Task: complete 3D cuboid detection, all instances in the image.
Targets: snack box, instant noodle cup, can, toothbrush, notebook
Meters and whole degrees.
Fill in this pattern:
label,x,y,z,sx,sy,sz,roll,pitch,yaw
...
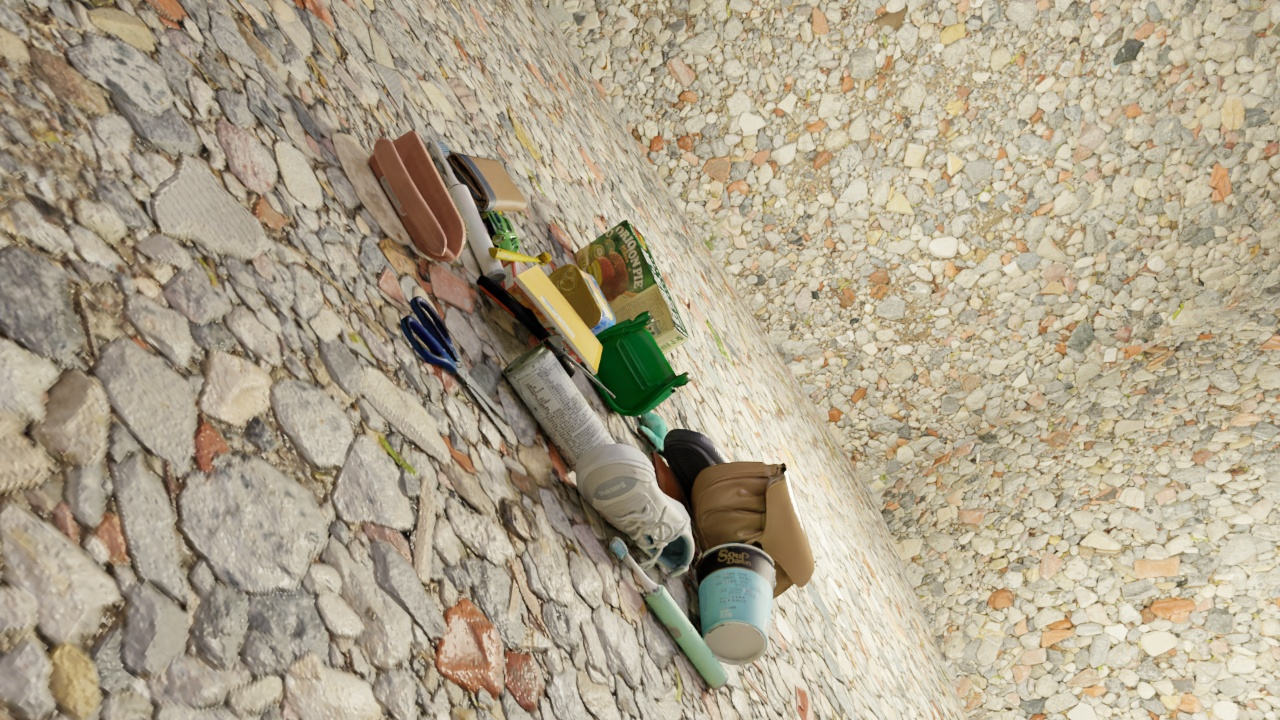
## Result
label,x,y,z,sx,sy,sz,roll,pitch,yaw
snack box,-0.129,-0.066,1.216,0.156,0.027,0.077,48,18,-38
instant noodle cup,0.117,0.311,1.150,0.111,0.111,0.120,53,24,-23
can,-0.086,-0.085,1.348,0.102,0.057,0.083,62,12,10
toothbrush,-0.221,-0.192,1.161,0.026,0.027,0.221,-12,65,-35
snack box,-0.018,-0.107,1.509,0.063,0.115,0.239,37,25,-55
notebook,-0.097,-0.056,1.140,0.146,0.010,0.206,51,5,-8
toothbrush,0.032,0.286,1.040,0.224,0.027,0.027,56,36,-14
toothbrush,-0.153,-0.136,1.187,0.015,0.017,0.190,58,13,5
can,-0.090,0.055,1.032,0.147,0.058,0.058,56,14,-12

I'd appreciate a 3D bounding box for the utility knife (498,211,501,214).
label,x,y,z,sx,sy,sz,roll,pitch,yaw
utility knife,-0.208,-0.217,1.283,0.033,0.015,0.153,51,15,-48

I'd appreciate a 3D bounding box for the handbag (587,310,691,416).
label,x,y,z,sx,sy,sz,roll,pitch,yaw
handbag,-0.008,0.008,1.294,0.131,0.120,0.068,58,8,2

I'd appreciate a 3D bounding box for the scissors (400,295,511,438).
label,x,y,z,sx,sy,sz,roll,pitch,yaw
scissors,-0.181,0.013,0.904,0.171,0.012,0.140,62,12,6

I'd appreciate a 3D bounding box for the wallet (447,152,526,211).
label,x,y,z,sx,sy,sz,roll,pitch,yaw
wallet,-0.208,-0.241,1.250,0.090,0.033,0.115,54,22,5

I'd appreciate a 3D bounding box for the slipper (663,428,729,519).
label,x,y,z,sx,sy,sz,roll,pitch,yaw
slipper,0.106,0.210,1.349,0.268,0.111,0.083,54,50,-32

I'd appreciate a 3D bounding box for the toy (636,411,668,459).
label,x,y,z,sx,sy,sz,roll,pitch,yaw
toy,0.022,0.109,1.372,0.096,0.030,0.091,39,21,-40

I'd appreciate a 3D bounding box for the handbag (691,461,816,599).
label,x,y,z,sx,sy,sz,roll,pitch,yaw
handbag,0.154,0.239,1.257,0.099,0.148,0.204,-112,-177,-74

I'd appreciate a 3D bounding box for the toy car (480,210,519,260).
label,x,y,z,sx,sy,sz,roll,pitch,yaw
toy car,-0.180,-0.163,1.189,0.091,0.036,0.043,84,-19,-75

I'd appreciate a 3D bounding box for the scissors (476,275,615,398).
label,x,y,z,sx,sy,sz,roll,pitch,yaw
scissors,-0.108,-0.026,1.062,0.221,0.021,0.235,42,-10,7

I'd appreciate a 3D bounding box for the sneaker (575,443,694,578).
label,x,y,z,sx,sy,sz,roll,pitch,yaw
sneaker,-0.001,0.180,1.041,0.242,0.089,0.090,52,19,-51

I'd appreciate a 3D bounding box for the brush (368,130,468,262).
label,x,y,z,sx,sy,sz,roll,pitch,yaw
brush,-0.237,-0.171,0.990,0.145,0.063,0.073,62,10,4

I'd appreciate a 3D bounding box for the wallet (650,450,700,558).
label,x,y,z,sx,sy,sz,roll,pitch,yaw
wallet,0.041,0.198,1.251,0.101,0.032,0.124,52,16,-37
